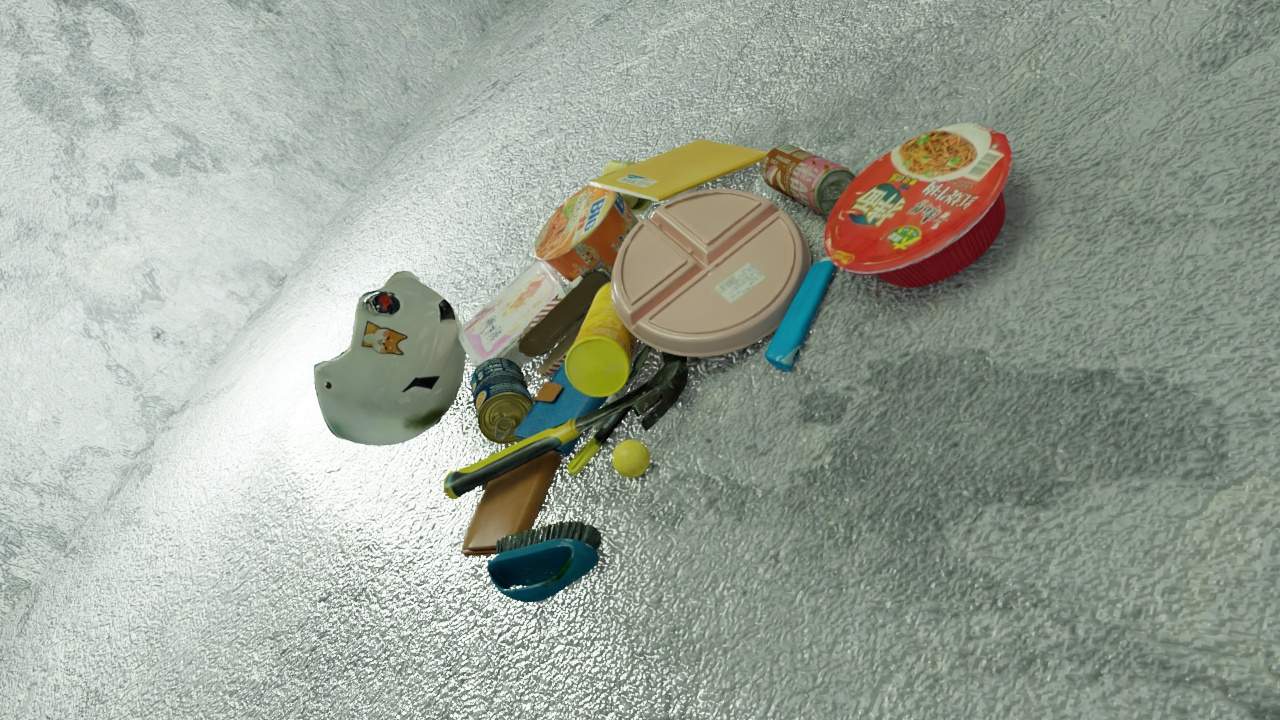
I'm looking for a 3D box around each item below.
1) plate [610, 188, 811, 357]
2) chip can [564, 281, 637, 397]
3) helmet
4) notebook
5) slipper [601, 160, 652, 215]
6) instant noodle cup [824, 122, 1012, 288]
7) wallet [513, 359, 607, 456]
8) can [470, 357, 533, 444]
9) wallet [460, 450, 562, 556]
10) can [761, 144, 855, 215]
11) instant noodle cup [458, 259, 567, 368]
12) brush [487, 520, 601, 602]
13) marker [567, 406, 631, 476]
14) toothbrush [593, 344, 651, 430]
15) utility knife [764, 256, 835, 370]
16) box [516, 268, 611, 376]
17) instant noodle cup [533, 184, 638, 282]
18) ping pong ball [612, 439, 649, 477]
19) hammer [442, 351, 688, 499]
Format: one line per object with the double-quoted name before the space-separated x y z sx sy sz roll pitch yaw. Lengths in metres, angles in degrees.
"plate" 0.075 -0.107 1.032 0.230 0.028 0.229 -7 57 11
"chip can" -0.037 -0.032 1.086 0.072 0.072 0.213 -34 16 18
"helmet" -0.345 0.012 1.368 0.157 0.230 0.273 23 61 13
"notebook" 0.054 -0.261 1.246 0.205 0.010 0.146 -28 34 -31
"slipper" -0.018 -0.253 1.393 0.190 0.081 0.091 -148 77 -74
"instant noodle cup" 0.277 -0.139 0.889 0.194 0.066 0.193 -33 32 23
"wallet" -0.089 0.053 1.141 0.106 0.040 0.132 10 60 50
"can" -0.184 0.051 1.220 0.075 0.075 0.111 -41 30 7
"wallet" -0.155 0.169 1.082 0.108 0.031 0.131 -13 42 39
"can" 0.199 -0.215 1.089 0.058 0.058 0.147 -43 29 3
"instant noodle cup" -0.171 -0.053 1.323 0.173 0.060 0.138 -44 36 2
"brush" -0.103 0.211 0.939 0.144 0.055 0.073 -21 37 35
"marker" -0.042 0.083 1.064 0.124 0.015 0.018 -50 33 -11
"toothbrush" -0.007 0.007 1.115 0.191 0.016 0.018 -57 22 -21
"utility knife" 0.172 -0.055 0.964 0.034 0.018 0.159 6 55 40
"box" -0.084 -0.043 1.234 0.163 0.076 0.087 -43 58 7
"instant noodle cup" -0.059 -0.162 1.289 0.152 0.111 0.151 -32 32 23
"ping pong ball" -0.010 0.104 0.971 0.040 0.040 0.040 -32 32 23
"hammer" -0.090 0.083 1.044 0.324 0.032 0.126 -27 19 17
